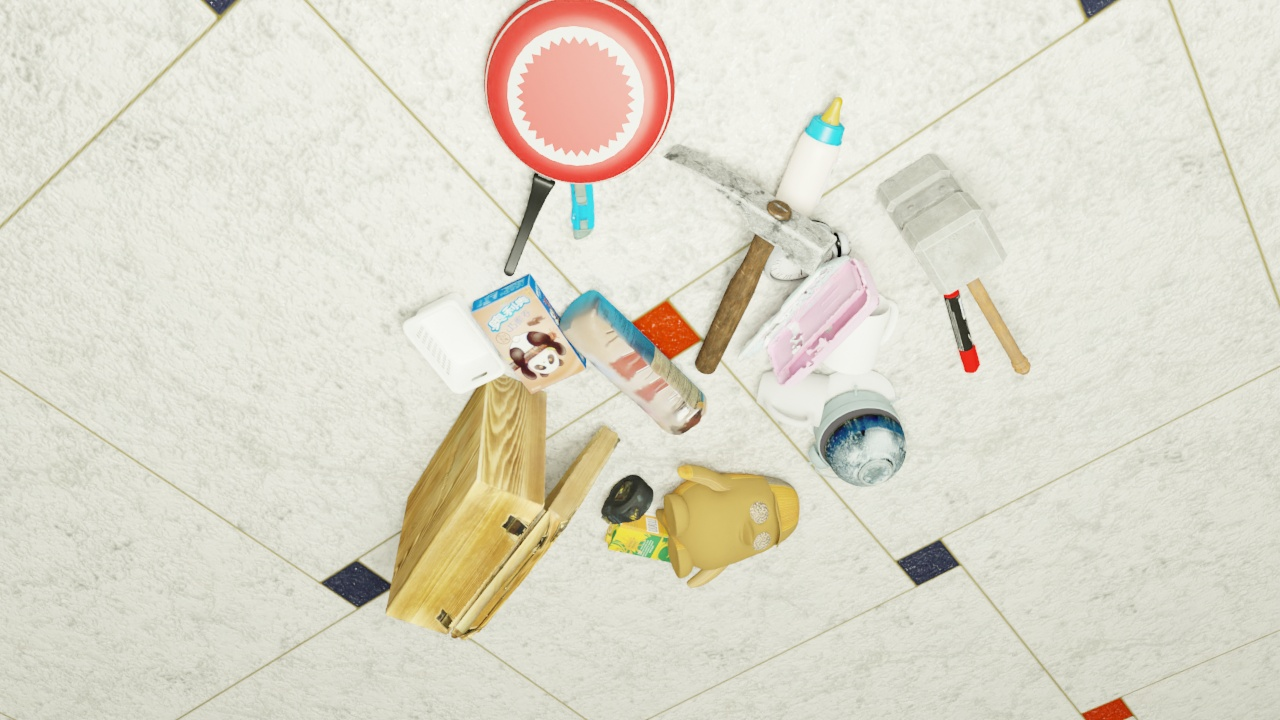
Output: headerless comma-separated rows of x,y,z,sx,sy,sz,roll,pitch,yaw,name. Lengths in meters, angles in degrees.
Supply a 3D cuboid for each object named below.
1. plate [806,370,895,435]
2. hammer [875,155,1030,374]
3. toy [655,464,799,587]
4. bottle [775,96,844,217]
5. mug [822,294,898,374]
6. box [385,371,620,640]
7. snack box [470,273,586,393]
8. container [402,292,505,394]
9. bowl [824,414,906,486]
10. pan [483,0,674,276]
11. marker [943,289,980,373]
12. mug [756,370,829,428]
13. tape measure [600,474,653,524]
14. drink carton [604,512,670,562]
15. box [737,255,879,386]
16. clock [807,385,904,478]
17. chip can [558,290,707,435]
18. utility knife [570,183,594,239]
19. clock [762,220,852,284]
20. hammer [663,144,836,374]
0.298,0.064,1.320,0.134,0.011,0.135,-2,126,-3,plate
0.415,-0.086,1.129,0.083,0.162,0.317,-32,122,17,hammer
0.139,0.235,1.349,0.203,0.162,0.199,-10,109,-12,toy
0.204,-0.238,1.071,0.051,0.051,0.146,11,124,-13,bottle
0.296,-0.043,1.215,0.110,0.074,0.091,-15,130,-27,mug
-0.183,0.217,1.238,0.215,0.256,0.280,27,119,-20,box
-0.144,-0.032,1.200,0.087,0.034,0.151,-24,123,13,snack box
-0.238,-0.027,1.186,0.081,0.049,0.129,-24,124,12,container
0.319,0.136,1.274,0.114,0.060,0.114,-3,125,-5,bowl
-0.096,-0.235,1.035,0.209,0.067,0.357,22,118,-9,pan
0.438,-0.042,1.250,0.023,0.021,0.145,-34,124,-8,marker
0.204,0.056,1.248,0.089,0.107,0.071,12,123,11,mug
-0.017,0.206,1.361,0.072,0.072,0.042,-18,125,43,tape measure
0.009,0.271,1.427,0.122,0.041,0.058,15,123,-16,drink carton
0.200,-0.052,1.157,0.095,0.087,0.203,8,143,-25,box
0.306,0.112,1.320,0.122,0.045,0.160,15,124,-15,clock
-0.007,0.007,1.214,0.080,0.079,0.229,-36,120,19,chip can
-0.073,-0.220,1.084,0.031,0.015,0.174,-6,124,-2,utility knife
0.205,-0.131,1.137,0.122,0.035,0.095,0,151,-23,clock
0.091,-0.103,1.146,0.218,0.036,0.301,36,142,12,hammer
